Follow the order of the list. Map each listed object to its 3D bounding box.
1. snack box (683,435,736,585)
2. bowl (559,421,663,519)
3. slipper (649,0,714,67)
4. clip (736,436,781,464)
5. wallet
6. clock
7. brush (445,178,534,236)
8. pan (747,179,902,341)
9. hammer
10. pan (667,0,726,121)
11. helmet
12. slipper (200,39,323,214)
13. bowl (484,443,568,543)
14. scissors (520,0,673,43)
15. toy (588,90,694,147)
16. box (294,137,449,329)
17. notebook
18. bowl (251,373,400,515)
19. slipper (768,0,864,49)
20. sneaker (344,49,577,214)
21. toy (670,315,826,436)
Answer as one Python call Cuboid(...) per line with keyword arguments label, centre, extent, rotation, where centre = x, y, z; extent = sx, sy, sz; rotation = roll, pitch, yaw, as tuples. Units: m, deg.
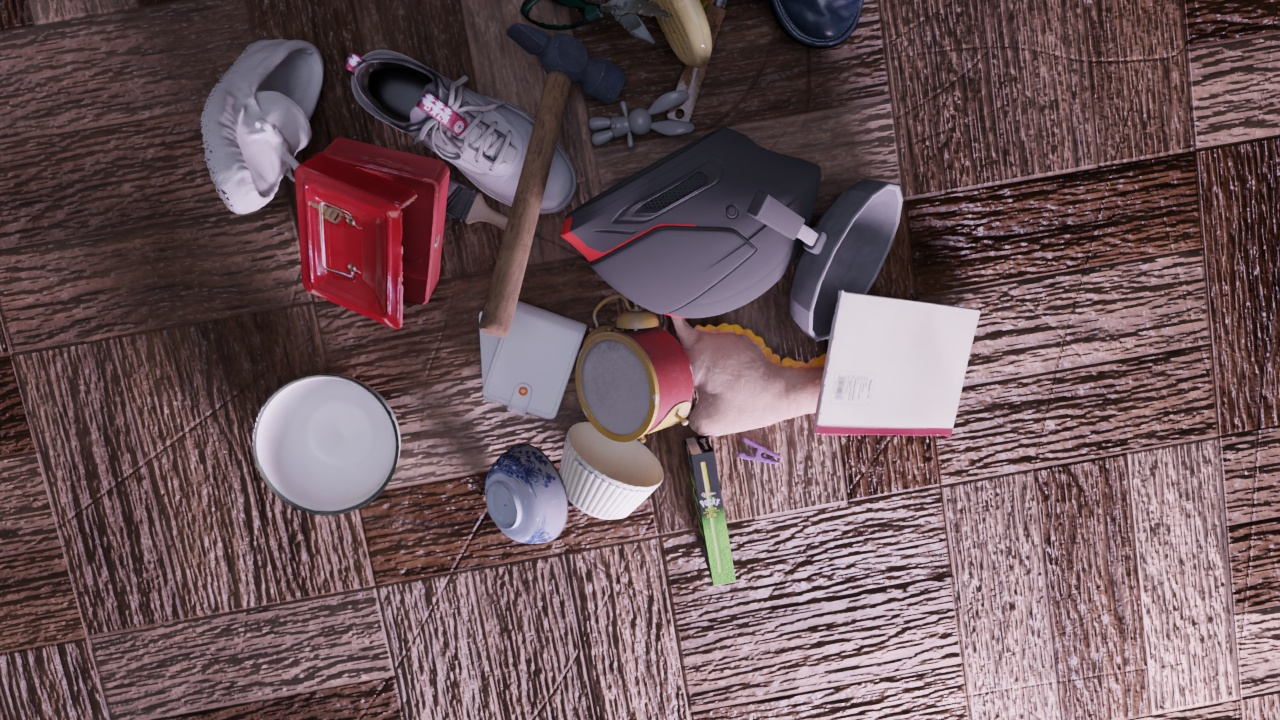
Cuboid(label="snack box", centre=(0.077, 0.165, 1.021), extent=(0.025, 0.080, 0.147), rotation=(-10, 98, -1))
Cuboid(label="bowl", centre=(-0.039, 0.126, 1.001), extent=(0.115, 0.115, 0.063), rotation=(26, 110, -6))
Cuboid(label="slipper", centre=(0.030, -0.419, 0.902), extent=(0.079, 0.111, 0.261), rotation=(-24, 94, -6))
Cuboid(label="clip", centre=(0.135, 0.100, 1.050), extent=(0.052, 0.014, 0.042), rotation=(-6, 96, 1))
Cuboid(label="wallet", centre=(-0.132, -0.003, 1.013), extent=(0.115, 0.037, 0.118), rotation=(19, 93, -5))
Cuboid(label="clock", centre=(-0.006, 0.006, 0.985), extent=(0.117, 0.081, 0.159), rotation=(-27, 81, 44))
Cuboid(label="brush", centre=(-0.186, -0.167, 1.000), extent=(0.151, 0.012, 0.039), rotation=(26, 95, -6))
Cuboid(label="pan", centre=(0.168, -0.114, 0.876), extent=(0.041, 0.356, 0.179), rotation=(31, 100, 25))
Cuboid(label="hammer", centre=(-0.108, -0.177, 0.910), extent=(0.129, 0.040, 0.321), rotation=(21, 75, -32))
Cuboid(label="pan", centre=(0.094, -0.414, 0.967), extent=(0.207, 0.040, 0.357), rotation=(20, 104, -4))
Cuboid(label="helmet", centre=(0.068, -0.132, 0.937), extent=(0.264, 0.164, 0.170), rotation=(-31, 103, -6))
Cuboid(label="slipper", centre=(-0.357, -0.231, 0.885), extent=(0.075, 0.246, 0.112), rotation=(-16, 135, 15))
Cuboid(label="bowl", centre=(-0.134, 0.150, 0.994), extent=(0.114, 0.045, 0.114), rotation=(13, 110, 40))
Cuboid(label="scissors", centre=(-0.050, -0.352, 0.922), extent=(0.142, 0.015, 0.209), rotation=(-37, 55, 10))
Cuboid(label="toy", centre=(-0.001, -0.255, 0.979), extent=(0.112, 0.030, 0.049), rotation=(-9, 98, 15))
Cuboid(label="box", centre=(-0.271, -0.135, 0.935), extent=(0.134, 0.112, 0.158), rotation=(21, 131, 5))
Cuboid(label="notebook", centre=(0.279, 0.009, 0.992), extent=(0.208, 0.012, 0.153), rotation=(4, 101, -31))
Cuboid(label="bowl", centre=(-0.333, 0.085, 0.998), extent=(0.153, 0.073, 0.153), rotation=(0, 98, -3))
Cuboid(label="slipper", centre=(0.189, -0.448, 0.899), extent=(0.109, 0.083, 0.266), rotation=(5, 105, -4))
Cuboid(label="sneaker", centre=(-0.180, -0.236, 0.933), extent=(0.263, 0.128, 0.097), rotation=(30, 98, -9))
Cuboid(label="toy", centre=(0.172, 0.001, 1.012), extent=(0.264, 0.065, 0.196), rotation=(-15, 103, -2))
